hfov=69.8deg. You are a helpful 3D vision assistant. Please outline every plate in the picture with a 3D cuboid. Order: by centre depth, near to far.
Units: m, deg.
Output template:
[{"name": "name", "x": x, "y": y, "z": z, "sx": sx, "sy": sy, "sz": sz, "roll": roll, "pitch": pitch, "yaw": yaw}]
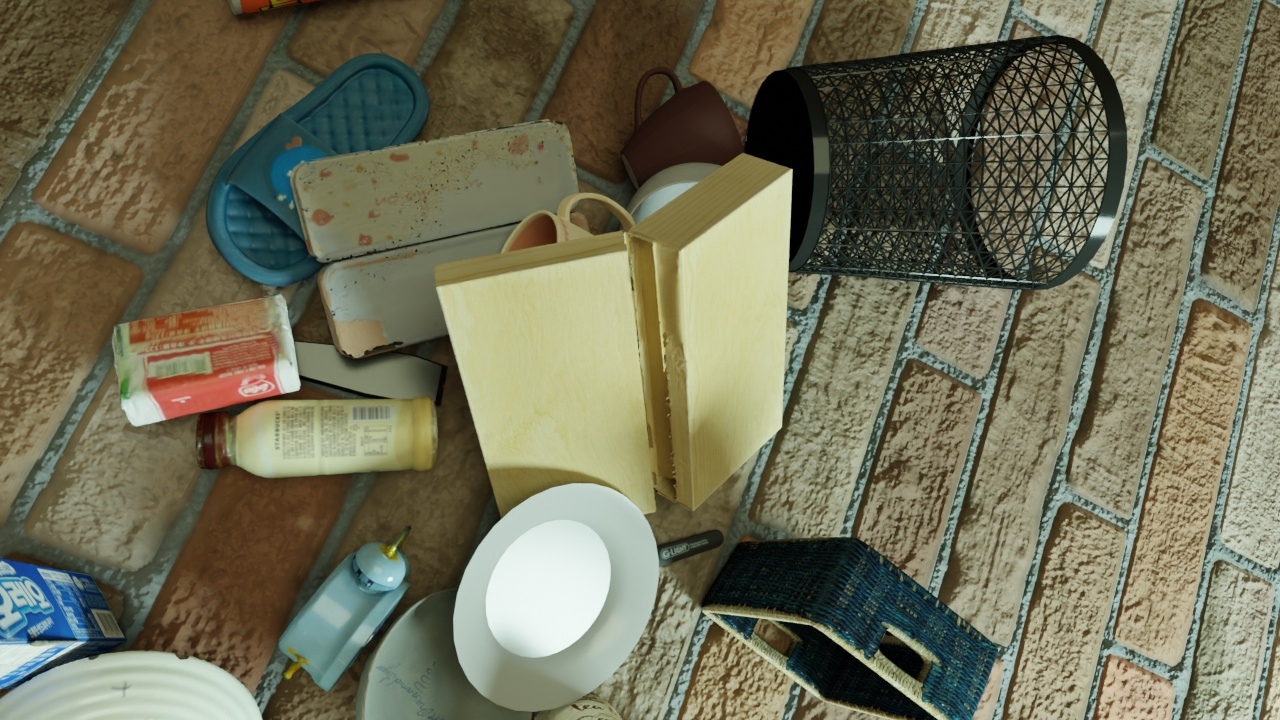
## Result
[{"name": "plate", "x": -0.062, "y": 0.172, "z": 0.679, "sx": 0.172, "sy": 0.019, "sz": 0.173, "roll": -8, "pitch": 104, "yaw": -34}]

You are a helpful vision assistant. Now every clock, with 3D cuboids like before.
[{"name": "clock", "x": -0.199, "y": 0.169, "z": 0.643, "sx": 0.051, "sy": 0.089, "sz": 0.124, "roll": 38, "pitch": 74, "yaw": -3}]

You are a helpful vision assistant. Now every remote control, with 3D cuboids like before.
[{"name": "remote control", "x": -0.213, "y": 0.008, "z": 0.704, "sx": 0.124, "sy": 0.010, "sz": 0.039, "roll": 11, "pitch": 78, "yaw": -15}]

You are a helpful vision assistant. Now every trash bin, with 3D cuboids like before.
[{"name": "trash bin", "x": 0.229, "y": -0.163, "z": 0.781, "sx": 0.243, "sy": 0.217, "sz": 0.217, "roll": -4, "pitch": 83, "yaw": -12}]

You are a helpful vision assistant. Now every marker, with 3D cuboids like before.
[{"name": "marker", "x": 0.013, "y": 0.161, "z": 0.752, "sx": 0.122, "sy": 0.015, "sz": 0.018, "roll": -13, "pitch": 85, "yaw": -21}]

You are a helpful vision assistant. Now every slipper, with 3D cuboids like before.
[{"name": "slipper", "x": -0.243, "y": -0.154, "z": 0.695, "sx": 0.104, "sy": 0.059, "sz": 0.213, "roll": 35, "pitch": 71, "yaw": -8}]

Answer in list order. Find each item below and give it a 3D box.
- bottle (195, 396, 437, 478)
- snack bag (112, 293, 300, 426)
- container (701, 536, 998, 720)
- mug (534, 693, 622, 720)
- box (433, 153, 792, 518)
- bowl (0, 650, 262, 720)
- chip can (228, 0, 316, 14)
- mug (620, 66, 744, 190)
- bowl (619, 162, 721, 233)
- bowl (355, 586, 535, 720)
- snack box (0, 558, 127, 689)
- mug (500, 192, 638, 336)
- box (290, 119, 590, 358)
[{"name": "bottle", "x": -0.232, "y": 0.056, "z": 0.666, "sx": 0.162, "sy": 0.057, "sz": 0.056, "roll": -1, "pitch": 82, "yaw": -18}, {"name": "snack bag", "x": -0.304, "y": -0.002, "z": 0.647, "sx": 0.115, "sy": 0.036, "sz": 0.077, "roll": -14, "pitch": 55, "yaw": -18}, {"name": "container", "x": 0.151, "y": 0.202, "z": 0.699, "sx": 0.145, "sy": 0.188, "sz": 0.071, "roll": 38, "pitch": 68, "yaw": -9}, {"name": "mug", "x": -0.033, "y": 0.314, "z": 0.668, "sx": 0.081, "sy": 0.097, "sz": 0.122, "roll": -4, "pitch": 83, "yaw": -19}, {"name": "box", "x": 0.000, "y": 0.007, "z": 0.664, "sx": 0.260, "sy": 0.096, "sz": 0.248, "roll": -20, "pitch": 131, "yaw": -15}, {"name": "bowl", "x": -0.318, "y": 0.270, "z": 0.554, "sx": 0.177, "sy": 0.071, "sz": 0.177, "roll": -12, "pitch": 117, "yaw": -24}, {"name": "chip can", "x": -0.223, "y": -0.325, "z": 0.725, "sx": 0.210, "sy": 0.062, "sz": 0.062, "roll": -19, "pitch": 88, "yaw": -20}, {"name": "mug", "x": 0.025, "y": -0.191, "z": 0.778, "sx": 0.088, "sy": 0.087, "sz": 0.114, "roll": -26, "pitch": 95, "yaw": -3}, {"name": "bowl", "x": 0.049, "y": -0.103, "z": 0.756, "sx": 0.132, "sy": 0.132, "sz": 0.064, "roll": 27, "pitch": 35, "yaw": -12}, {"name": "bowl", "x": -0.146, "y": 0.238, "z": 0.652, "sx": 0.150, "sy": 0.057, "sz": 0.150, "roll": 21, "pitch": 61, "yaw": -45}, {"name": "snack box", "x": -0.361, "y": 0.150, "z": 0.518, "sx": 0.059, "sy": 0.227, "sz": 0.059, "roll": -30, "pitch": 83, "yaw": -19}, {"name": "mug", "x": -0.041, "y": -0.069, "z": 0.693, "sx": 0.104, "sy": 0.085, "sz": 0.111, "roll": 25, "pitch": 82, "yaw": -36}, {"name": "box", "x": -0.143, "y": -0.096, "z": 0.705, "sx": 0.215, "sy": 0.043, "sz": 0.148, "roll": -16, "pitch": 98, "yaw": -24}]
